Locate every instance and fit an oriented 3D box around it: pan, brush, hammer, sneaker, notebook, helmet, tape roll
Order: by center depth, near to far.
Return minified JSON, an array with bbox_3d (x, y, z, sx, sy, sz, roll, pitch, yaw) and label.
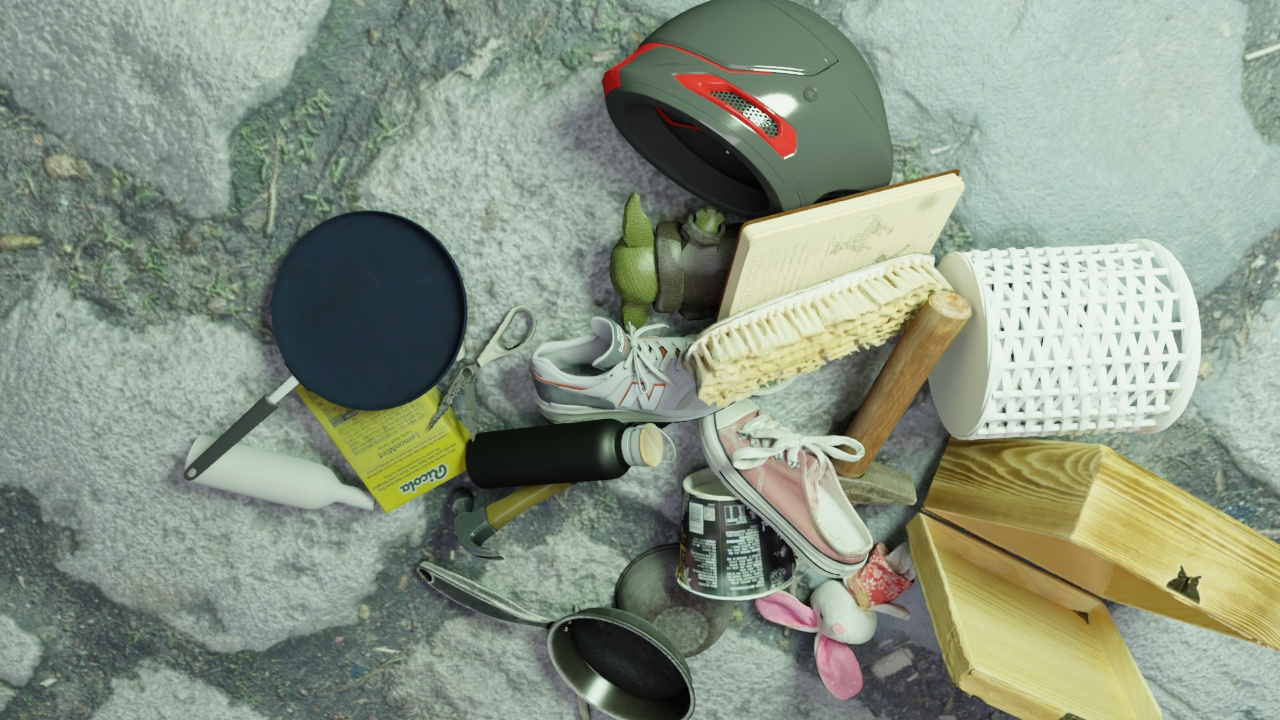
[{"bbox_3d":[0.112,-0.227,0.813,0.264,0.164,0.169,34,79,-13],"label":"helmet"},{"bbox_3d":[0.168,-0.033,0.866,0.271,0.056,0.083,-20,148,-11],"label":"brush"},{"bbox_3d":[0.184,-0.092,0.868,0.225,0.024,0.168,-16,150,-16],"label":"notebook"},{"bbox_3d":[-0.005,0.005,0.910,0.240,0.088,0.124,-13,148,12],"label":"sneaker"},{"bbox_3d":[0.145,0.104,0.918,0.118,0.241,0.088,-18,141,-32],"label":"sneaker"},{"bbox_3d":[-0.329,0.003,0.923,0.356,0.021,0.199,-41,88,4],"label":"pan"},{"bbox_3d":[0.256,0.047,0.933,0.158,0.037,0.302,10,136,-6],"label":"hammer"},{"bbox_3d":[-0.057,0.105,0.981,0.333,0.117,0.025,-32,128,5],"label":"hammer"},{"bbox_3d":[0.128,-0.008,0.981,0.094,0.018,0.094,-1,112,-2],"label":"tape roll"},{"bbox_3d":[-0.096,0.314,1.061,0.357,0.055,0.188,29,132,7],"label":"pan"}]

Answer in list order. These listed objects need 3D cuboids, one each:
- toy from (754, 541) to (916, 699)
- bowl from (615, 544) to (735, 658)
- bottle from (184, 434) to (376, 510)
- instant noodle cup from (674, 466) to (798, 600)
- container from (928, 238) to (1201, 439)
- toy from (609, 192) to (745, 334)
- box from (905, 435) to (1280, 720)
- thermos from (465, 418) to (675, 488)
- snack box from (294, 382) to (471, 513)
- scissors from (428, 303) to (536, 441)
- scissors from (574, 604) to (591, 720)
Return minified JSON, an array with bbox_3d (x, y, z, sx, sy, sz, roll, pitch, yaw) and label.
[{"bbox_3d":[0.250,0.284,1.070,0.194,0.084,0.159,-42,79,14],"label":"toy"},{"bbox_3d":[0.043,0.294,1.073,0.145,0.067,0.145,-1,112,-2],"label":"bowl"},{"bbox_3d":[-0.386,0.130,0.999,0.195,0.052,0.052,15,110,-8],"label":"bottle"},{"bbox_3d":[0.102,0.180,0.999,0.137,0.137,0.112,-5,103,0],"label":"instant noodle cup"},{"bbox_3d":[0.398,-0.018,0.895,0.187,0.189,0.189,-3,112,0],"label":"container"},{"bbox_3d":[0.046,-0.093,0.909,0.153,0.078,0.180,1,136,-1],"label":"toy"},{"bbox_3d":[0.437,0.248,0.955,0.279,0.270,0.263,25,84,-14],"label":"box"},{"bbox_3d":[-0.070,0.093,0.930,0.232,0.061,0.061,-8,115,30],"label":"thermos"},{"bbox_3d":[-0.269,0.061,0.981,0.121,0.045,0.181,-29,108,7],"label":"snack box"},{"bbox_3d":[-0.174,-0.006,0.953,0.168,0.012,0.157,-30,95,-4],"label":"scissors"},{"bbox_3d":[-0.055,0.393,1.138,0.195,0.015,0.179,22,109,-10],"label":"scissors"}]
